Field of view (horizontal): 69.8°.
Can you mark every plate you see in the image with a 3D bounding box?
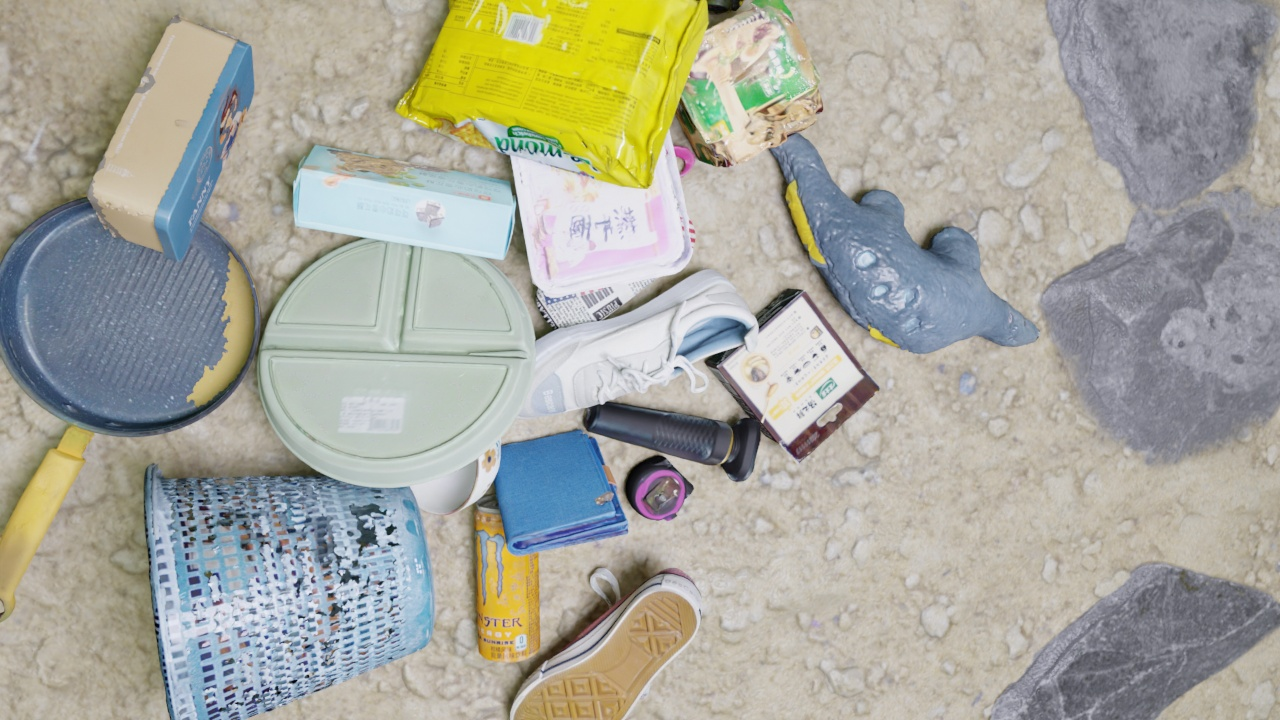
[{"bbox_3d":[-0.202,-0.009,0.758,0.230,0.027,0.229,1,67,-1],"label":"plate"}]

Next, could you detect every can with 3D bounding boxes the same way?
[{"bbox_3d":[-0.122,0.200,0.846,0.058,0.058,0.146,-2,98,-13],"label":"can"}]

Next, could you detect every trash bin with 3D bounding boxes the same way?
[{"bbox_3d":[-0.278,0.181,0.744,0.194,0.227,0.226,-7,99,-25],"label":"trash bin"}]

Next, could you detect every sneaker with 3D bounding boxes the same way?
[{"bbox_3d":[-0.028,0.276,0.867,0.118,0.087,0.241,41,109,-3],"label":"sneaker"},{"bbox_3d":[-0.005,0.005,0.817,0.242,0.090,0.090,-25,140,-13],"label":"sneaker"}]

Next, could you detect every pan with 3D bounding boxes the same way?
[{"bbox_3d":[-0.444,0.038,0.740,0.197,0.078,0.357,24,91,-14],"label":"pan"}]

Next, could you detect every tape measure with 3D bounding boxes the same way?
[{"bbox_3d":[0.016,0.124,0.878,0.058,0.039,0.057,-42,104,-5],"label":"tape measure"}]

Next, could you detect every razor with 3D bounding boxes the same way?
[{"bbox_3d":[0.029,0.070,0.869,0.167,0.068,0.062,13,84,-5],"label":"razor"}]

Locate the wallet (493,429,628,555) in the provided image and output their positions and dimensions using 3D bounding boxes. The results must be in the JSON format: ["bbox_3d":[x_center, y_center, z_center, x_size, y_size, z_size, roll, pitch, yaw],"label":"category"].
[{"bbox_3d":[-0.075,0.114,0.811,0.106,0.133,0.040,-10,123,-12],"label":"wallet"}]

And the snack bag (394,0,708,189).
[{"bbox_3d":[-0.073,-0.242,0.738,0.247,0.068,0.158,19,88,21],"label":"snack bag"}]

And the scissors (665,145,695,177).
[{"bbox_3d":[-0.010,-0.208,0.841,0.133,0.017,0.133,16,98,-12],"label":"scissors"}]

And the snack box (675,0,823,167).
[{"bbox_3d":[0.079,-0.236,0.811,0.118,0.106,0.117,-29,101,-9],"label":"snack box"}]

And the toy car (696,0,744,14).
[{"bbox_3d":[0.027,-0.355,0.815,0.155,0.041,0.071,5,96,-15],"label":"toy car"}]

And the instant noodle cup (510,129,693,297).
[{"bbox_3d":[-0.034,-0.141,0.792,0.138,0.060,0.173,-12,79,2],"label":"instant noodle cup"}]

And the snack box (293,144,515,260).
[{"bbox_3d":[-0.195,-0.133,0.771,0.174,0.074,0.052,8,115,-14],"label":"snack box"}]

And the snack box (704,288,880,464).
[{"bbox_3d":[0.147,0.014,0.886,0.113,0.053,0.125,-41,105,-5],"label":"snack box"}]

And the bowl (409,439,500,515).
[{"bbox_3d":[-0.163,0.074,0.808,0.062,0.114,0.113,-13,104,-54],"label":"bowl"}]

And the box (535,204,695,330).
[{"bbox_3d":[-0.023,-0.087,0.844,0.164,0.060,0.072,-35,82,-7],"label":"box"}]

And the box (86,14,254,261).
[{"bbox_3d":[-0.356,-0.164,0.702,0.062,0.090,0.184,17,73,-15],"label":"box"}]

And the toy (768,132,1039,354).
[{"bbox_3d":[0.255,-0.083,0.888,0.356,0.092,0.137,31,62,-16],"label":"toy"}]
